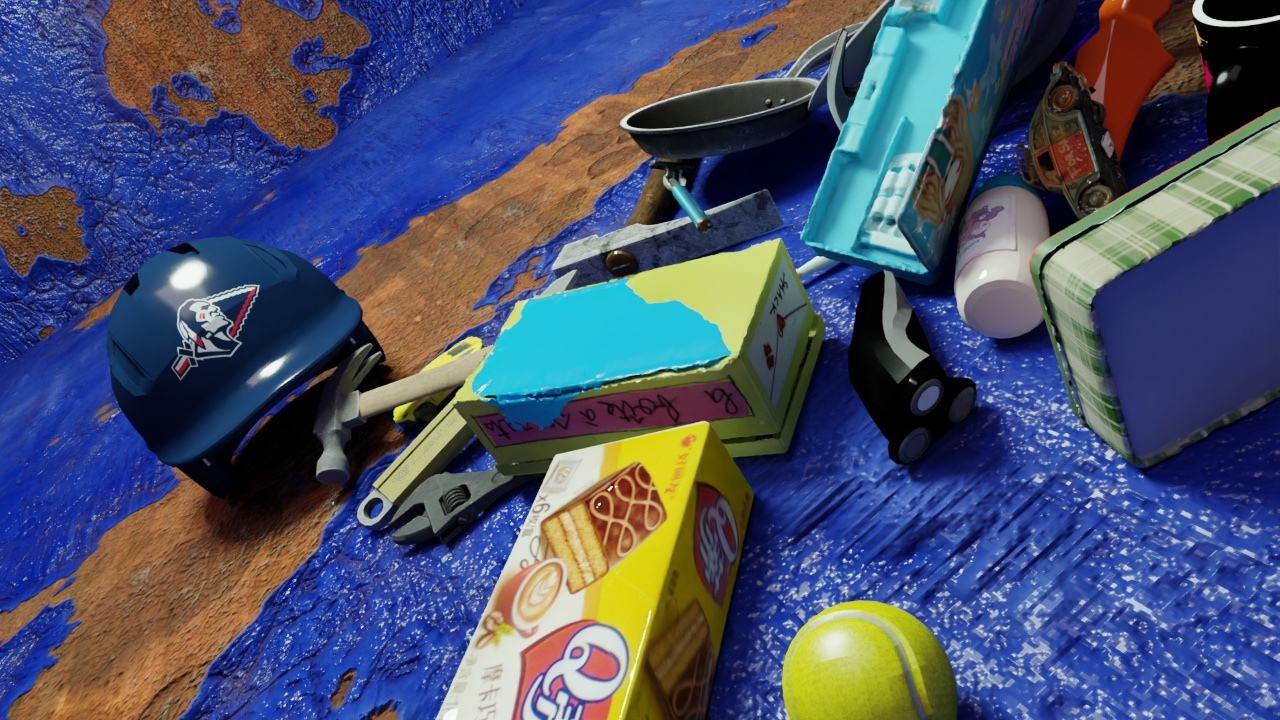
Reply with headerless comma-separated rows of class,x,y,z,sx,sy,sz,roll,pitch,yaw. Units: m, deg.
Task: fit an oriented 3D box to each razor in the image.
razor,0.039,-0.139,0.780,0.042,0.022,0.143,2,31,-12
razor,0.144,-0.007,0.525,0.060,0.057,0.156,1,32,-5

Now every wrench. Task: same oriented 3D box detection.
wrench,-0.062,0.068,0.650,0.273,0.018,0.073,-25,30,12
wrench,-0.121,0.029,0.729,0.084,0.018,0.273,33,76,35

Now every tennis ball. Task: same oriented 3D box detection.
tennis ball,0.089,0.127,0.357,0.065,0.065,0.065,-25,30,15

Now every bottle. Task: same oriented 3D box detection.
bottle,0.217,-0.074,0.548,0.051,0.051,0.145,-14,34,31

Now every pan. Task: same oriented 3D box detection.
pan,0.134,-0.268,0.894,0.355,0.055,0.187,-30,30,-34

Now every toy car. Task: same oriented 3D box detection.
toy car,-0.182,0.019,0.829,0.106,0.030,0.049,-46,32,-18
toy car,0.251,-0.116,0.537,0.047,0.047,0.111,-25,69,44

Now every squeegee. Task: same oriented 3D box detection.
squeegee,0.302,-0.183,0.581,0.250,0.055,0.184,117,171,-76

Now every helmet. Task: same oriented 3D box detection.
helmet,-0.380,-0.006,0.870,0.231,0.223,0.273,-44,36,-19
helmet,0.270,-0.271,0.739,0.271,0.117,0.183,-46,-4,14

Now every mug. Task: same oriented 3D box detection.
mug,0.338,-0.145,0.485,0.117,0.098,0.082,-43,30,-17

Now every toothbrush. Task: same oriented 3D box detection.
toothbrush,0.131,-0.070,0.666,0.155,0.015,0.022,-28,60,8

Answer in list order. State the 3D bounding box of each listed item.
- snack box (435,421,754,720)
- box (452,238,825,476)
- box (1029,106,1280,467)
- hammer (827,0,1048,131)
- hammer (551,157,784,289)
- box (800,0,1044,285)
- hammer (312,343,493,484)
snack box,-0.020,0.137,0.454,0.110,0.062,0.229,-15,33,29
box,-0.004,0.004,0.604,0.221,0.081,0.124,-12,35,32
box,0.275,-0.049,0.388,0.205,0.118,0.049,-32,31,5
hammer,0.280,-0.268,0.647,0.334,0.118,0.025,-35,26,21
hammer,0.055,-0.186,0.897,0.218,0.037,0.299,-14,33,30
box,0.172,-0.176,0.567,0.098,0.121,0.226,20,88,28
hammer,-0.132,0.001,0.773,0.332,0.031,0.119,-20,55,13
